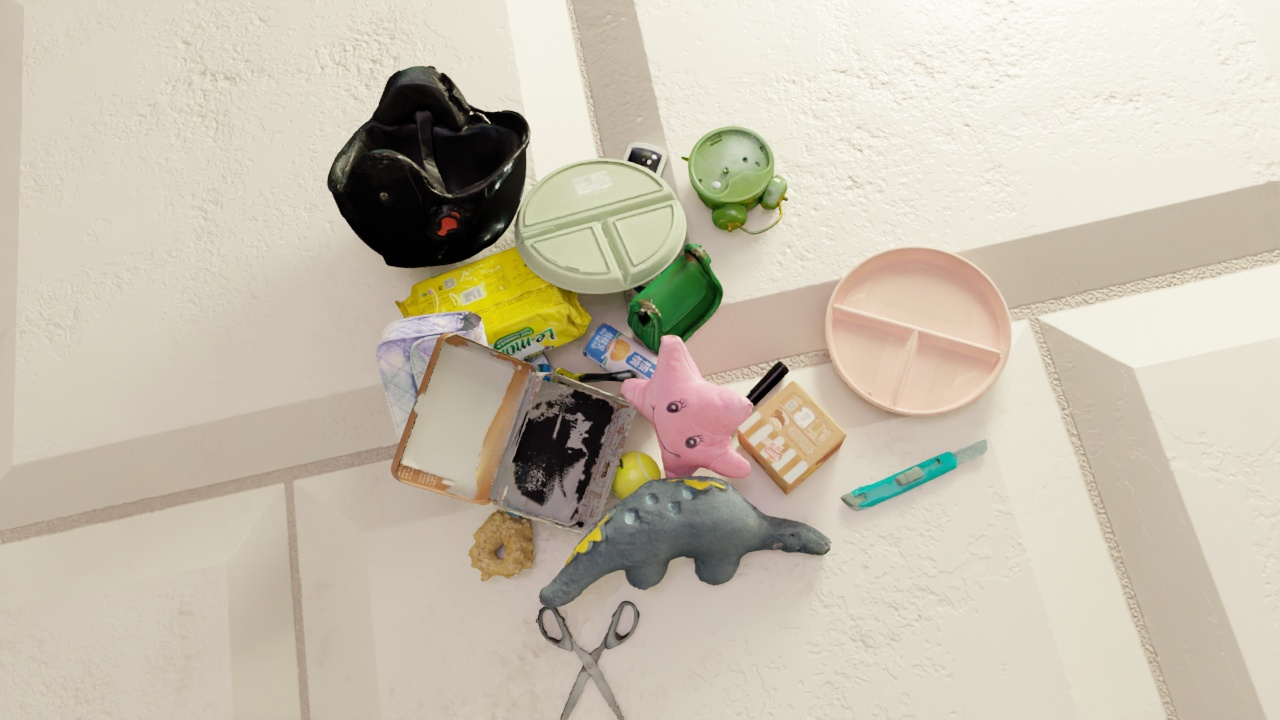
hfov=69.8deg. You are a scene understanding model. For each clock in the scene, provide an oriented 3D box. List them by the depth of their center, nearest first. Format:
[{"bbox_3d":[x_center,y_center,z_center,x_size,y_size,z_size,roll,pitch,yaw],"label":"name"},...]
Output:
[{"bbox_3d":[0.132,-0.242,1.249,0.116,0.056,0.161,-29,71,-1],"label":"clock"}]

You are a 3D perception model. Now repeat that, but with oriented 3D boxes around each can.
[{"bbox_3d":[-0.007,0.007,1.193,0.134,0.053,0.053,33,80,16],"label":"can"}]

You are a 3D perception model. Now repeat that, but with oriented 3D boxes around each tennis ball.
[{"bbox_3d":[-0.007,0.146,1.144,0.065,0.065,0.065,-2,73,7],"label":"tennis ball"}]

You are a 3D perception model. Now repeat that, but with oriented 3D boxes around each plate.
[{"bbox_3d":[0.352,-0.037,1.172,0.230,0.028,0.229,-3,73,8],"label":"plate"},{"bbox_3d":[-0.054,-0.185,1.215,0.230,0.027,0.229,0,57,0],"label":"plate"}]

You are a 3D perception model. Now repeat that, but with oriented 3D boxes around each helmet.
[{"bbox_3d":[-0.269,-0.238,1.213,0.275,0.230,0.232,-2,47,6],"label":"helmet"}]

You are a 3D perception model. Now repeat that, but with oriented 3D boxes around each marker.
[{"bbox_3d":[0.141,0.053,1.176,0.132,0.020,0.022,-45,71,-7],"label":"marker"}]

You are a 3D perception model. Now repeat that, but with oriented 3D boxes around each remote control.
[{"bbox_3d":[-0.012,-0.236,1.285,0.058,0.021,0.150,17,77,12],"label":"remote control"}]

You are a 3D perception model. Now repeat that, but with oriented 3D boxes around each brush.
[{"bbox_3d":[-0.155,0.160,1.178,0.083,0.046,0.254,8,70,13],"label":"brush"}]

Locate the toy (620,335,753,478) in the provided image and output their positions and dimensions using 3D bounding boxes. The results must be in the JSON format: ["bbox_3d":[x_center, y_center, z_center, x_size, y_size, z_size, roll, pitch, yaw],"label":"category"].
[{"bbox_3d":[0.062,0.061,1.101,0.179,0.074,0.194,-19,98,41],"label":"toy"}]

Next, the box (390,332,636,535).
[{"bbox_3d":[-0.152,0.089,1.093,0.262,0.088,0.178,21,82,-23],"label":"box"}]

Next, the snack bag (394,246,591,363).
[{"bbox_3d":[-0.199,-0.068,1.220,0.246,0.068,0.158,-22,59,1],"label":"snack bag"}]

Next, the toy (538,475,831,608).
[{"bbox_3d":[0.052,0.206,1.088,0.356,0.091,0.138,-6,88,-10],"label":"toy"}]

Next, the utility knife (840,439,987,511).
[{"bbox_3d":[0.339,0.140,1.127,0.193,0.013,0.029,-24,72,0],"label":"utility knife"}]

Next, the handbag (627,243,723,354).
[{"bbox_3d":[0.044,-0.077,1.176,0.131,0.120,0.068,-44,71,-11],"label":"handbag"}]

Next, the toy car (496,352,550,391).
[{"bbox_3d":[-0.169,0.024,1.222,0.105,0.031,0.049,-37,70,-3],"label":"toy car"}]

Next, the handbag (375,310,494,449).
[{"bbox_3d":[-0.246,0.039,1.145,0.134,0.194,0.075,-8,32,-1],"label":"handbag"}]

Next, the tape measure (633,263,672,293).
[{"bbox_3d":[0.013,-0.114,1.242,0.054,0.025,0.058,27,74,16],"label":"tape measure"}]

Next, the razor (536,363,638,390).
[{"bbox_3d":[-0.067,0.022,1.185,0.143,0.022,0.042,-3,92,22],"label":"razor"}]

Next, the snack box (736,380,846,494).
[{"bbox_3d":[0.184,0.096,1.127,0.094,0.077,0.093,-40,72,-6],"label":"snack box"}]

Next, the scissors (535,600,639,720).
[{"bbox_3d":[-0.066,0.366,1.112,0.159,0.014,0.177,24,78,14],"label":"scissors"}]
